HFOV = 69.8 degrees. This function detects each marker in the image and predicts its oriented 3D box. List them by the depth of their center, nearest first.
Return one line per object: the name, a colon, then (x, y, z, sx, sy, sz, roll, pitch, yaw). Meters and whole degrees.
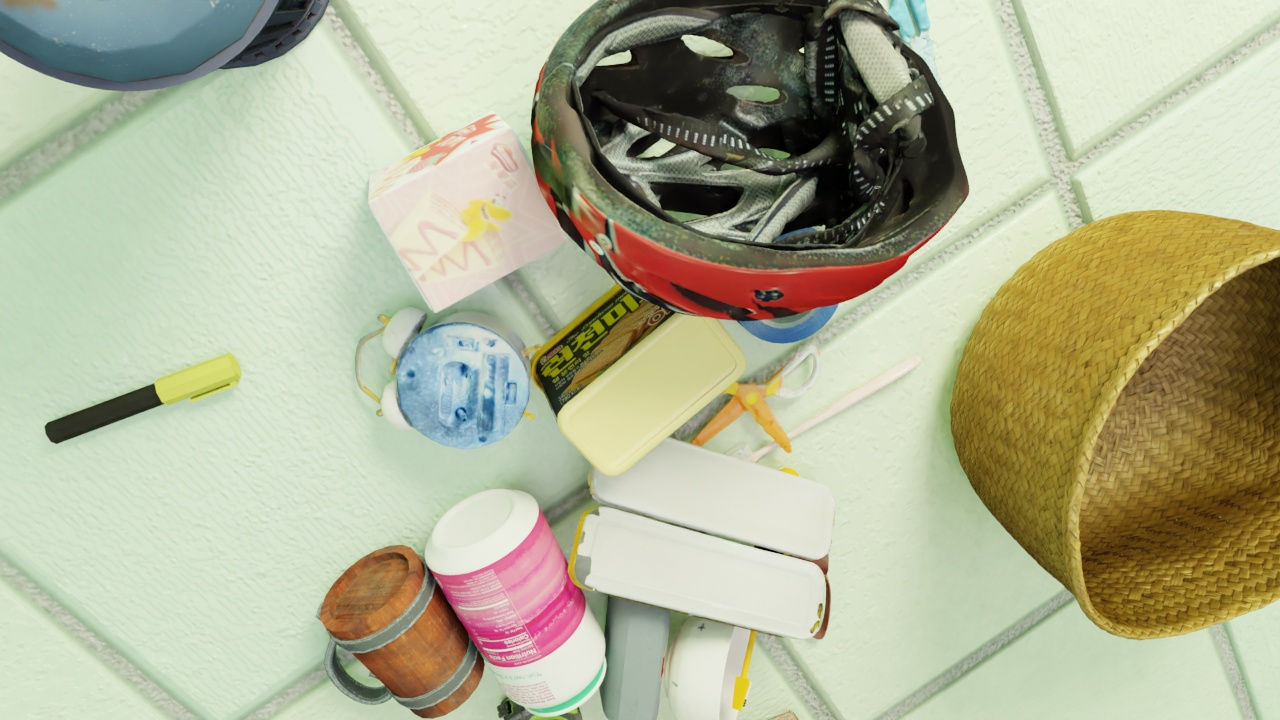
marker: (-0.324, 0.027, 0.600, 0.124, 0.017, 0.021, -21, 114, -5)

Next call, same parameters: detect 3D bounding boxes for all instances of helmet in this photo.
helmet: (0.059, -0.123, 0.548, 0.271, 0.217, 0.167, -11, 159, -25)

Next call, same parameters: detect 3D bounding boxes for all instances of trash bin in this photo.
trash bin: (-0.214, -0.197, 0.413, 0.139, 0.249, 0.139, -5, 112, -14)

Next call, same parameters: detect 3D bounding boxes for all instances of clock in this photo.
clock: (-0.132, 0.009, 0.622, 0.125, 0.052, 0.089, 8, 110, -2)

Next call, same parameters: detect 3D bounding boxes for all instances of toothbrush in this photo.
toothbrush: (0.147, 0.040, 0.738, 0.181, 0.015, 0.018, -29, 110, -2)
toothbrush: (0.099, 0.183, 0.741, 0.030, 0.031, 0.196, 22, 80, -54)

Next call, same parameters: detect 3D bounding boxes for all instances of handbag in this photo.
handbag: (0.145, 0.199, 0.798, 0.055, 0.029, 0.120, -21, 121, -4)

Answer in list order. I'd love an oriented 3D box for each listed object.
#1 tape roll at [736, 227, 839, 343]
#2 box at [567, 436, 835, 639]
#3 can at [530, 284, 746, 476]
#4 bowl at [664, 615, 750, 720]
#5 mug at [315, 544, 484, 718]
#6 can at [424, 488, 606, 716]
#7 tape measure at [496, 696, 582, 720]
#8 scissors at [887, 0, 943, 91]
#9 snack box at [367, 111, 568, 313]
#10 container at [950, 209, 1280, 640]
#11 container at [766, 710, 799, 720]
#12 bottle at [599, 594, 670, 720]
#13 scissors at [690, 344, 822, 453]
tape roll: (0.107, -0.059, 0.686, 0.093, 0.016, 0.091, 4, 110, -17)
box: (0.053, 0.130, 0.696, 0.209, 0.023, 0.127, 18, 75, -17)
can: (-0.004, 0.004, 0.633, 0.131, 0.101, 0.072, -40, 116, 2)
bowl: (0.053, 0.253, 0.755, 0.054, 0.104, 0.105, 8, 113, 20)
mug: (-0.188, 0.210, 0.684, 0.117, 0.081, 0.111, -20, 120, 12)
can: (-0.089, 0.181, 0.687, 0.088, 0.088, 0.166, -25, 115, -5)
tape measure: (-0.078, 0.304, 0.768, 0.058, 0.036, 0.066, -28, 115, -4)
scissors: (0.196, -0.230, 0.650, 0.056, 0.015, 0.137, -31, 122, 0)
snack box: (-0.109, -0.096, 0.569, 0.094, 0.093, 0.079, -28, 115, -3)
container: (0.402, 0.033, 0.708, 0.306, 0.196, 0.307, -6, 114, -13)
container: (0.084, 0.415, 0.814, 0.198, 0.112, 0.114, -16, 114, -9)
bottle: (-0.003, 0.208, 0.731, 0.046, 0.072, 0.161, 2, 110, -11)
scissors: (0.086, 0.025, 0.711, 0.128, 0.011, 0.125, -37, 110, 3)
